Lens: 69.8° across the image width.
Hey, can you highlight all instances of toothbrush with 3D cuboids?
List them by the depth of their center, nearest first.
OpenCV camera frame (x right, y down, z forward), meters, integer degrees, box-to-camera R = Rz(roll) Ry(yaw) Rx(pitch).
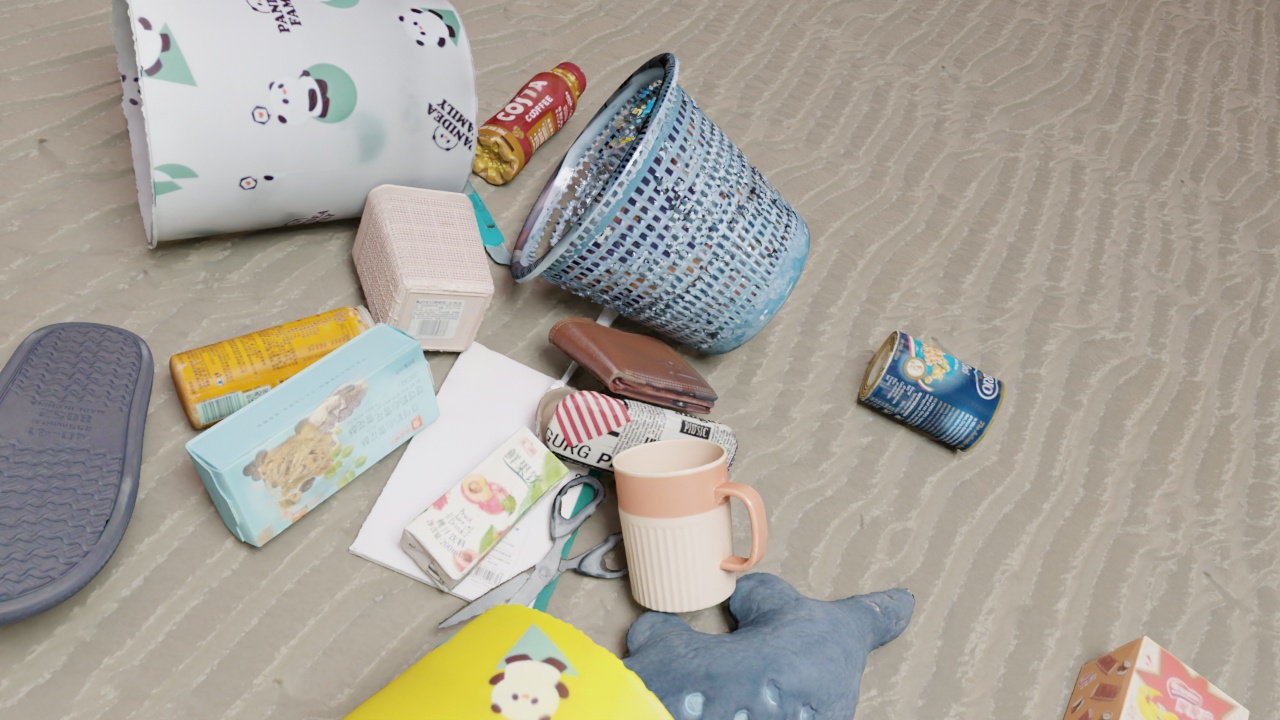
[{"bbox_3d":[-0.043,-0.019,0.814,0.016,0.016,0.179,31,45,1],"label":"toothbrush"}]

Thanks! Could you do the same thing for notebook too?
[{"bbox_3d":[-0.111,0.090,0.724,0.150,0.012,0.208,24,52,-2],"label":"notebook"}]

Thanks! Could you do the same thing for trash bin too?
[{"bbox_3d":[-0.108,0.276,0.464,0.229,0.230,0.254,41,48,13],"label":"trash bin"},{"bbox_3d":[-0.287,-0.217,0.766,0.251,0.230,0.229,-9,58,-30],"label":"trash bin"},{"bbox_3d":[0.029,-0.113,0.798,0.195,0.227,0.225,34,48,-21],"label":"trash bin"}]

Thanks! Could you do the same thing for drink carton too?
[{"bbox_3d":[-0.114,0.108,0.674,0.053,0.046,0.122,44,54,6],"label":"drink carton"}]

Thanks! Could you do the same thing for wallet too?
[{"bbox_3d":[-0.005,0.004,0.762,0.124,0.032,0.101,13,20,-42],"label":"wallet"}]

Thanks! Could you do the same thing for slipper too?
[{"bbox_3d":[-0.388,0.078,0.608,0.110,0.083,0.267,10,34,-22],"label":"slipper"}]

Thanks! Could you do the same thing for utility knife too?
[{"bbox_3d":[-0.165,-0.156,0.885,0.029,0.013,0.174,-20,63,-27],"label":"utility knife"}]

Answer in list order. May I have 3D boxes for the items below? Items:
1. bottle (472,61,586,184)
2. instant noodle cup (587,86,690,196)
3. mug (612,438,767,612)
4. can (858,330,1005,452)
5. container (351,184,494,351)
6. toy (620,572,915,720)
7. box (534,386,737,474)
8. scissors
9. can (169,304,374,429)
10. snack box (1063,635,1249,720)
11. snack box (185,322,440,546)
[{"bbox_3d":[-0.112,-0.250,0.944,0.057,0.058,0.174,29,51,4],"label":"bottle"},{"bbox_3d":[0.003,-0.205,0.933,0.099,0.099,0.109,32,60,6],"label":"instant noodle cup"},{"bbox_3d":[0.039,0.120,0.665,0.115,0.106,0.081,2,14,36],"label":"mug"},{"bbox_3d":[0.269,0.028,0.856,0.111,0.075,0.075,27,51,3],"label":"can"},{"bbox_3d":[-0.178,-0.072,0.756,0.090,0.090,0.110,2,48,-32],"label":"container"},{"bbox_3d":[0.073,0.222,0.649,0.355,0.091,0.138,-6,29,-23],"label":"toy"},{"bbox_3d":[0.002,0.062,0.727,0.163,0.086,0.076,17,68,-25],"label":"box"},{"bbox_3d":[-0.064,0.156,0.678,0.162,0.014,0.164,18,55,-20],"label":"scissors"},{"bbox_3d":[-0.277,0.003,0.703,0.145,0.058,0.058,-20,63,-30],"label":"can"},{"bbox_3d":[0.392,0.286,0.706,0.093,0.077,0.094,37,52,10],"label":"snack box"},{"bbox_3d":[-0.230,0.049,0.666,0.052,0.074,0.174,23,46,33],"label":"snack box"}]
